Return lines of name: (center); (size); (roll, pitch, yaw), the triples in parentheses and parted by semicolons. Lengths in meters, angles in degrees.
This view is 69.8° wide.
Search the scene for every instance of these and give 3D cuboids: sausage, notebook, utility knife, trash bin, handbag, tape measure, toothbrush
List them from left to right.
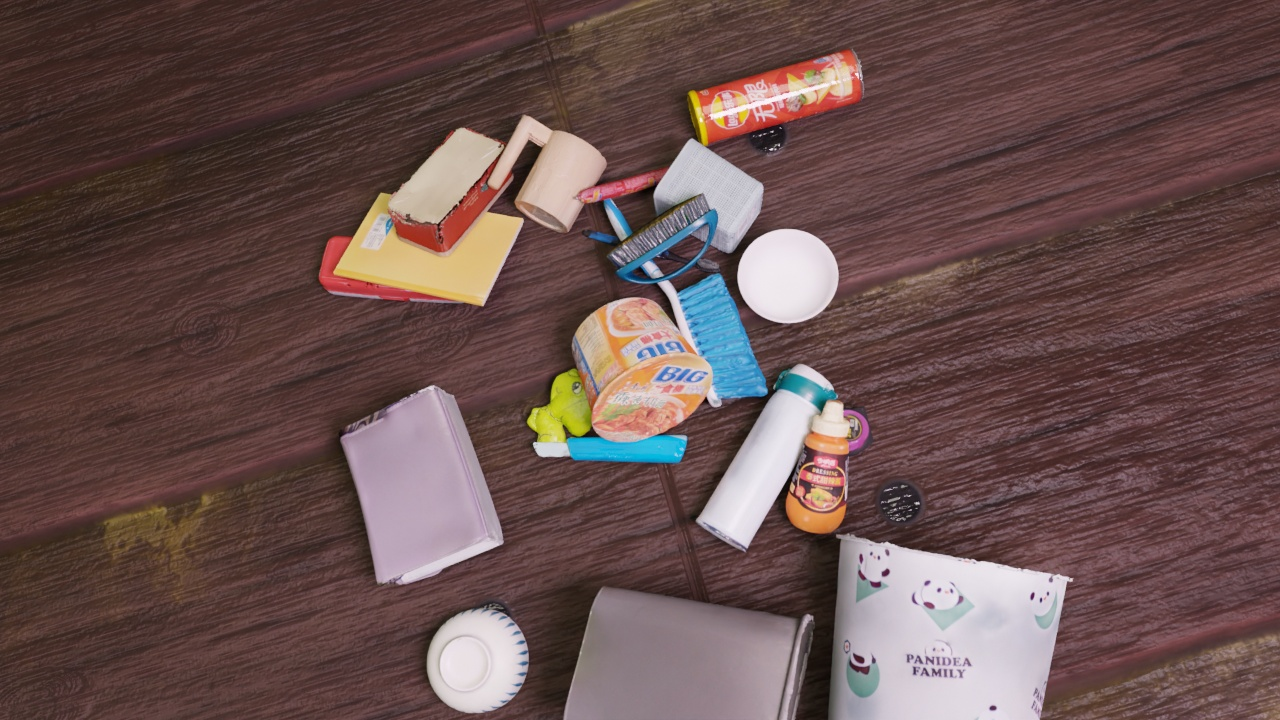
handbag: (-0.262, 0.151, 1.089); (0.145, 0.098, 0.197); (-21, 75, -1)
notebook: (-0.270, -0.146, 1.174); (0.206, 0.010, 0.145); (12, 58, 12)
utility knife: (-0.037, 0.106, 1.104); (0.185, 0.018, 0.034); (0, 79, -1)
sausage: (-0.016, -0.224, 1.173); (0.155, 0.020, 0.020); (-20, 72, -24)
toothbrush: (0.013, -0.142, 1.176); (0.189, 0.016, 0.014); (17, 82, 12)
trash bin: (0.056, 0.338, 0.959); (0.220, 0.199, 0.198); (11, 75, 17)
tape measure: (0.240, 0.085, 1.075); (0.058, 0.039, 0.057); (-14, 80, -4)
trash bin: (0.293, 0.319, 0.920); (0.230, 0.229, 0.251); (10, 82, 9)

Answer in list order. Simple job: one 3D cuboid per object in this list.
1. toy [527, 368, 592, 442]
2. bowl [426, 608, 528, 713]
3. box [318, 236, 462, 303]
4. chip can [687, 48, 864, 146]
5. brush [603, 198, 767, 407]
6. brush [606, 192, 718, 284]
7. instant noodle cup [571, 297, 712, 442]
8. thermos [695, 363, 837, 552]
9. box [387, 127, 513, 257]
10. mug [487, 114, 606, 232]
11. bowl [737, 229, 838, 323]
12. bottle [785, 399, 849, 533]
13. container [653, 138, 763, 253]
toy: (-0.089, 0.065, 1.125); (0.100, 0.031, 0.096); (-24, 81, 2)
bowl: (-0.191, 0.342, 1.045); (0.116, 0.066, 0.116); (-2, 75, 7)
box: (-0.316, -0.121, 1.203); (0.201, 0.047, 0.086); (5, 73, 8)
chip can: (0.173, -0.337, 1.180); (0.216, 0.073, 0.073); (-14, 74, 3)
brush: (0.052, -0.085, 1.131); (0.109, 0.060, 0.314); (-23, 76, 13)
brush: (0.032, -0.136, 1.093); (0.144, 0.055, 0.073); (-30, 96, 19)
instant noodle cup: (-0.006, 0.006, 1.070); (0.151, 0.151, 0.111); (-27, 55, -1)
thermos: (0.148, 0.108, 1.068); (0.073, 0.073, 0.224); (30, 80, 13)
box: (-0.243, -0.223, 1.171); (0.091, 0.077, 0.168); (23, 60, 17)
mug: (-0.120, -0.238, 1.174); (0.124, 0.084, 0.103); (29, 81, -14)
bowl: (0.178, -0.093, 1.117); (0.118, 0.065, 0.118); (-2, 74, 6)
bottle: (0.206, 0.117, 1.034); (0.067, 0.066, 0.149); (10, 101, 9)
container: (0.088, -0.201, 1.146); (0.111, 0.090, 0.090); (32, 81, 11)
